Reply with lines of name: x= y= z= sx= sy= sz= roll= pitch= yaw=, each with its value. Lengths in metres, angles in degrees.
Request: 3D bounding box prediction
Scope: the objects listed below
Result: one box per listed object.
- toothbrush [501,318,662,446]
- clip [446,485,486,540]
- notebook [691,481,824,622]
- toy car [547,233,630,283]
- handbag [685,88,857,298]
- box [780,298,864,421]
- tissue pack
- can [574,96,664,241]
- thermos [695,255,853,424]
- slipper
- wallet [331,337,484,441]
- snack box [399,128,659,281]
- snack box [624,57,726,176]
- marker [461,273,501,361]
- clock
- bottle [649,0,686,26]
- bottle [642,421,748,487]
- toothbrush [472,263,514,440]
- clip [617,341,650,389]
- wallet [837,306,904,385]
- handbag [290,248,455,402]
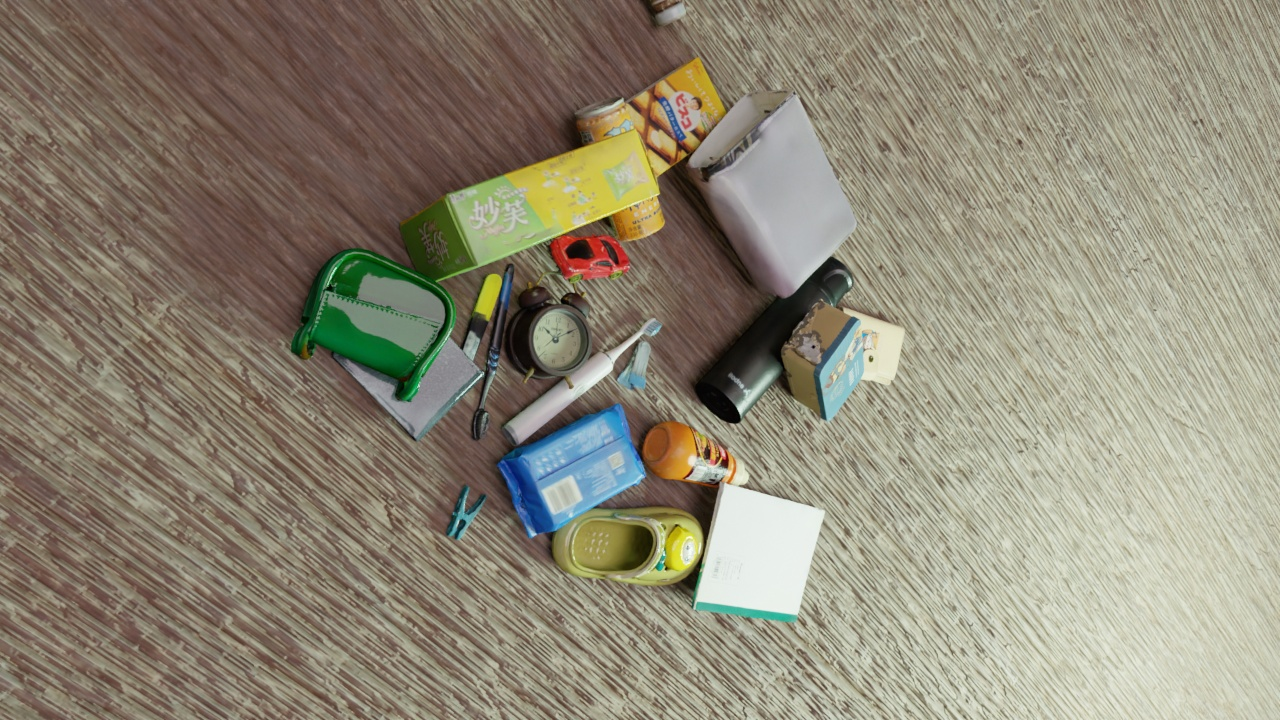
toothbrush: x=-0.059 y=0.017 z=1.006 sx=0.220 sy=0.026 sz=0.027 roll=-39 pitch=150 yaw=-24
clip: x=-0.182 y=0.158 z=0.947 sx=0.039 sy=0.014 sz=0.055 roll=34 pitch=74 yaw=-26
notebook: x=0.147 y=0.238 z=1.118 sx=0.209 sy=0.012 sz=0.150 roll=22 pitch=81 yaw=-43
toy car: x=-0.051 y=-0.112 z=0.985 sx=0.106 sy=0.031 sz=0.049 roll=-9 pitch=68 yaw=-48
handbag: x=0.149 y=-0.191 z=1.066 sx=0.144 sy=0.099 sz=0.197 roll=-50 pitch=125 yaw=-20
box: x=0.222 y=0.005 z=1.105 sx=0.089 sy=0.060 sz=0.184 roll=-53 pitch=152 yaw=-8
tissue pack: x=-0.071 y=0.115 z=0.984 sx=0.156 sy=0.052 sz=0.095 roll=-26 pitch=98 yaw=-27
can: x=-0.022 y=-0.204 z=0.988 sx=0.058 sy=0.058 sz=0.146 roll=-32 pitch=116 yaw=-26
thermos: x=0.158 y=-0.037 z=1.118 sx=0.090 sy=0.069 sz=0.242 roll=39 pitch=67 yaw=8
slipper: x=-0.003 y=0.211 z=1.017 sx=0.190 sy=0.082 sz=0.091 roll=9 pitch=90 yaw=-28
wallet: x=-0.227 y=0.004 z=0.903 sx=0.121 sy=0.019 sz=0.097 roll=48 pitch=68 yaw=-12
snack box: x=-0.109 y=-0.147 z=0.892 sx=0.209 sy=0.158 sz=0.070 roll=-27 pitch=101 yaw=-27
snack box: x=0.031 y=-0.272 z=1.044 sx=0.140 sy=0.034 sz=0.087 roll=-39 pitch=111 yaw=-25
marker: x=-0.170 y=-0.031 z=0.946 sx=0.018 sy=0.015 sz=0.124 roll=21 pitch=85 yaw=-25
clock: x=-0.094 y=-0.033 z=0.966 sx=0.082 sy=0.055 sz=0.122 roll=9 pitch=86 yaw=-30
bottle: x=-0.006 y=-0.469 z=0.999 sx=0.059 sy=0.060 sz=0.206 roll=-36 pitch=113 yaw=-24
bottle: x=0.072 y=0.119 z=1.071 sx=0.149 sy=0.067 sz=0.066 roll=24 pitch=80 yaw=-36
toothbrush: x=-0.151 y=-0.009 z=0.957 sx=0.014 sy=0.016 sz=0.189 roll=14 pitch=84 yaw=-36
clip: x=-0.004 y=0.004 z=1.044 sx=0.027 sy=0.045 sz=0.058 roll=27 pitch=73 yaw=-27
wallet: x=0.301 y=-0.016 z=1.219 sx=0.115 sy=0.024 sz=0.087 roll=15 pitch=86 yaw=-31
handbag: x=-0.248 y=-0.037 z=0.860 sx=0.131 sy=0.068 sz=0.120 roll=26 pitch=83 yaw=-18
